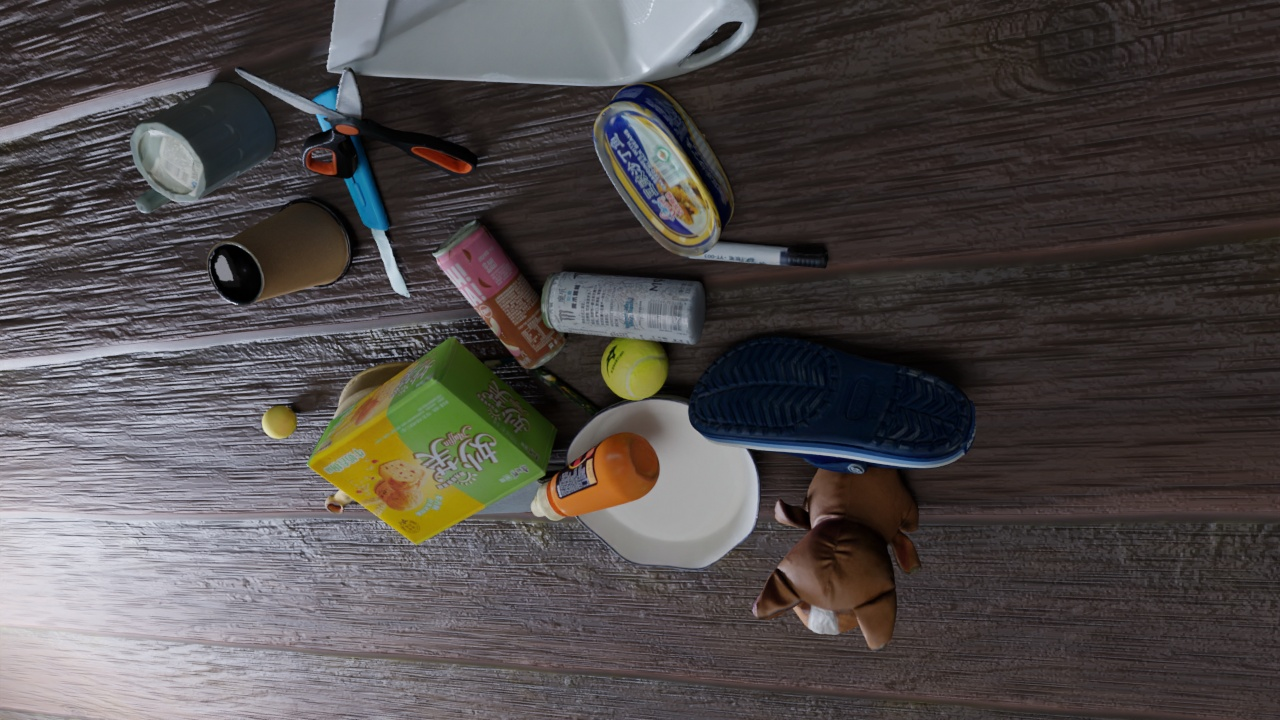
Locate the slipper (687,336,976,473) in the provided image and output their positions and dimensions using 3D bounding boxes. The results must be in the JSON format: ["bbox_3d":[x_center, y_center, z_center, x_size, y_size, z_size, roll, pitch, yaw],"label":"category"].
[{"bbox_3d":[0.172,0.047,0.834,0.253,0.105,0.095,5,152,24],"label":"slipper"}]

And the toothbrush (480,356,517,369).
[{"bbox_3d":[-0.175,0.009,0.985,0.192,0.018,0.016,-12,119,27],"label":"toothbrush"}]

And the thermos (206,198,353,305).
[{"bbox_3d":[-0.350,-0.103,0.900,0.093,0.143,0.093,6,113,14],"label":"thermos"}]

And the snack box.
[{"bbox_3d":[-0.216,0.090,0.953,0.211,0.069,0.157,-30,119,29],"label":"snack box"}]

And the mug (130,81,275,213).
[{"bbox_3d":[-0.424,-0.196,0.878,0.083,0.103,0.124,45,127,-14],"label":"mug"}]

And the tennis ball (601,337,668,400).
[{"bbox_3d":[-0.005,0.005,0.885,0.065,0.065,0.066,10,127,14],"label":"tennis ball"}]

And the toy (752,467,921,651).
[{"bbox_3d":[0.188,0.180,0.853,0.140,0.199,0.131,2,121,21],"label":"toy"}]

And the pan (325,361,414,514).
[{"bbox_3d":[-0.296,0.120,1.087,0.197,0.078,0.359,36,125,-20],"label":"pan"}]

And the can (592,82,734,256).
[{"bbox_3d":[0.021,-0.158,0.767,0.075,0.049,0.148,-23,114,33],"label":"can"}]

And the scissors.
[{"bbox_3d":[-0.235,-0.195,0.775,0.232,0.021,0.221,9,168,-35],"label":"scissors"}]

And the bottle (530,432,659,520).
[{"bbox_3d":[-0.052,0.123,0.913,0.150,0.066,0.067,-28,111,31],"label":"bottle"}]

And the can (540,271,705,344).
[{"bbox_3d":[-0.015,-0.050,0.854,0.147,0.058,0.058,6,126,17],"label":"can"}]

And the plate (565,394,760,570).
[{"bbox_3d":[0.025,0.123,0.951,0.205,0.045,0.205,5,115,10],"label":"plate"}]

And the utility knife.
[{"bbox_3d":[-0.268,-0.158,0.901,0.034,0.018,0.223,0,125,20],"label":"utility knife"}]

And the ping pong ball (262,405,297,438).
[{"bbox_3d":[-0.440,0.075,1.120,0.040,0.040,0.040,10,127,14],"label":"ping pong ball"}]

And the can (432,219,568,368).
[{"bbox_3d":[-0.134,-0.062,0.891,0.058,0.057,0.147,-25,112,33],"label":"can"}]

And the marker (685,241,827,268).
[{"bbox_3d":[0.098,-0.095,0.803,0.131,0.018,0.023,7,141,15],"label":"marker"}]

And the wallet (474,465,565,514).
[{"bbox_3d":[-0.120,0.148,1.020,0.130,0.106,0.037,-26,68,36],"label":"wallet"}]

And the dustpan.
[{"bbox_3d":[-0.057,-0.229,0.630,0.142,0.257,0.223,59,160,-8],"label":"dustpan"}]

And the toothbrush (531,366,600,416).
[{"bbox_3d":[-0.039,0.064,0.971,0.186,0.017,0.012,37,120,-8],"label":"toothbrush"}]
